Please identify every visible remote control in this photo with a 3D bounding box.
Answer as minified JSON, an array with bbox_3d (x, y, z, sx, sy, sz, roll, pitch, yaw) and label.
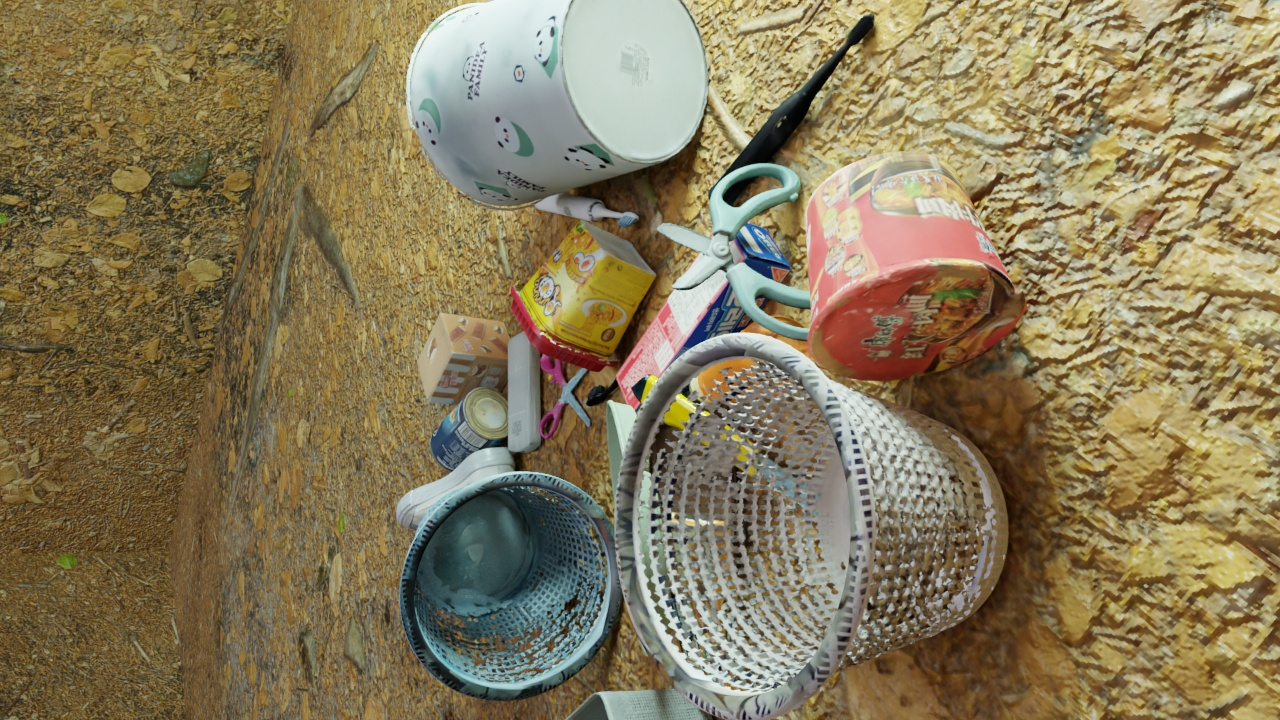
[{"bbox_3d":[-0.144,0.039,1.143,0.058,0.021,0.150,-20,68,52],"label":"remote control"}]

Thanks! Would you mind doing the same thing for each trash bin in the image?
[{"bbox_3d":[-0.156,0.219,0.987,0.195,0.226,0.226,-175,92,-68],"label":"trash bin"},{"bbox_3d":[-0.080,-0.280,0.950,0.252,0.229,0.229,4,88,49],"label":"trash bin"},{"bbox_3d":[0.122,0.106,0.599,0.228,0.191,0.227,-15,72,53],"label":"trash bin"}]

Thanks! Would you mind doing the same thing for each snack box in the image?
[{"bbox_3d":[0.054,-0.032,0.843,0.208,0.057,0.058,-55,41,34],"label":"snack box"},{"bbox_3d":[0.053,0.213,0.800,0.075,0.026,0.154,-1,97,54],"label":"snack box"},{"bbox_3d":[-0.229,0.001,1.208,0.093,0.094,0.077,-56,42,33],"label":"snack box"}]

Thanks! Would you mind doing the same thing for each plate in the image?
[{"bbox_3d":[-0.003,0.148,0.830,0.230,0.027,0.230,172,91,-83],"label":"plate"}]

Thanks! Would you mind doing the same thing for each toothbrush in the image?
[{"bbox_3d":[0.129,-0.212,0.795,0.026,0.027,0.213,41,128,-1],"label":"toothbrush"},{"bbox_3d":[-0.065,-0.176,1.064,0.026,0.027,0.221,-50,35,-11],"label":"toothbrush"},{"bbox_3d":[-0.006,0.006,0.959,0.190,0.014,0.017,-37,43,45],"label":"toothbrush"}]

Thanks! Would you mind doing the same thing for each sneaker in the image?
[{"bbox_3d":[-0.238,0.197,1.203,0.243,0.089,0.090,-32,63,41],"label":"sneaker"}]

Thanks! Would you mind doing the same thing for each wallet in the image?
[{"bbox_3d":[0.054,0.110,0.842,0.101,0.032,0.124,-20,69,49],"label":"wallet"}]

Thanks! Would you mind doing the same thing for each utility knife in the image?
[{"bbox_3d":[0.075,0.073,0.786,0.231,0.015,0.033,34,121,34],"label":"utility knife"}]

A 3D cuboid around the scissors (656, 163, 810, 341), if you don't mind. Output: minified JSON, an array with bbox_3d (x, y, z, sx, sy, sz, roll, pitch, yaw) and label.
[{"bbox_3d":[0.107,-0.092,0.750,0.169,0.175,0.019,-55,-9,-29],"label":"scissors"}]

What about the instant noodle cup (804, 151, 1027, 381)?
[{"bbox_3d":[0.172,-0.064,0.621,0.138,0.137,0.108,-40,45,45],"label":"instant noodle cup"}]

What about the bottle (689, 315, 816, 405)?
[{"bbox_3d":[0.087,0.009,0.789,0.150,0.066,0.066,-27,62,59],"label":"bottle"}]

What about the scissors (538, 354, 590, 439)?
[{"bbox_3d":[-0.091,0.041,1.075,0.133,0.017,0.136,50,121,42],"label":"scissors"}]

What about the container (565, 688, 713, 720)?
[{"bbox_3d":[0.004,0.340,0.797,0.090,0.114,0.090,-53,45,37],"label":"container"}]

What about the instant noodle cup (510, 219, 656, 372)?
[{"bbox_3d":[-0.056,-0.071,0.970,0.124,0.116,0.116,-53,43,19],"label":"instant noodle cup"}]

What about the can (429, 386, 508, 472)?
[{"bbox_3d":[-0.218,0.091,1.193,0.111,0.075,0.075,-41,52,44],"label":"can"}]
